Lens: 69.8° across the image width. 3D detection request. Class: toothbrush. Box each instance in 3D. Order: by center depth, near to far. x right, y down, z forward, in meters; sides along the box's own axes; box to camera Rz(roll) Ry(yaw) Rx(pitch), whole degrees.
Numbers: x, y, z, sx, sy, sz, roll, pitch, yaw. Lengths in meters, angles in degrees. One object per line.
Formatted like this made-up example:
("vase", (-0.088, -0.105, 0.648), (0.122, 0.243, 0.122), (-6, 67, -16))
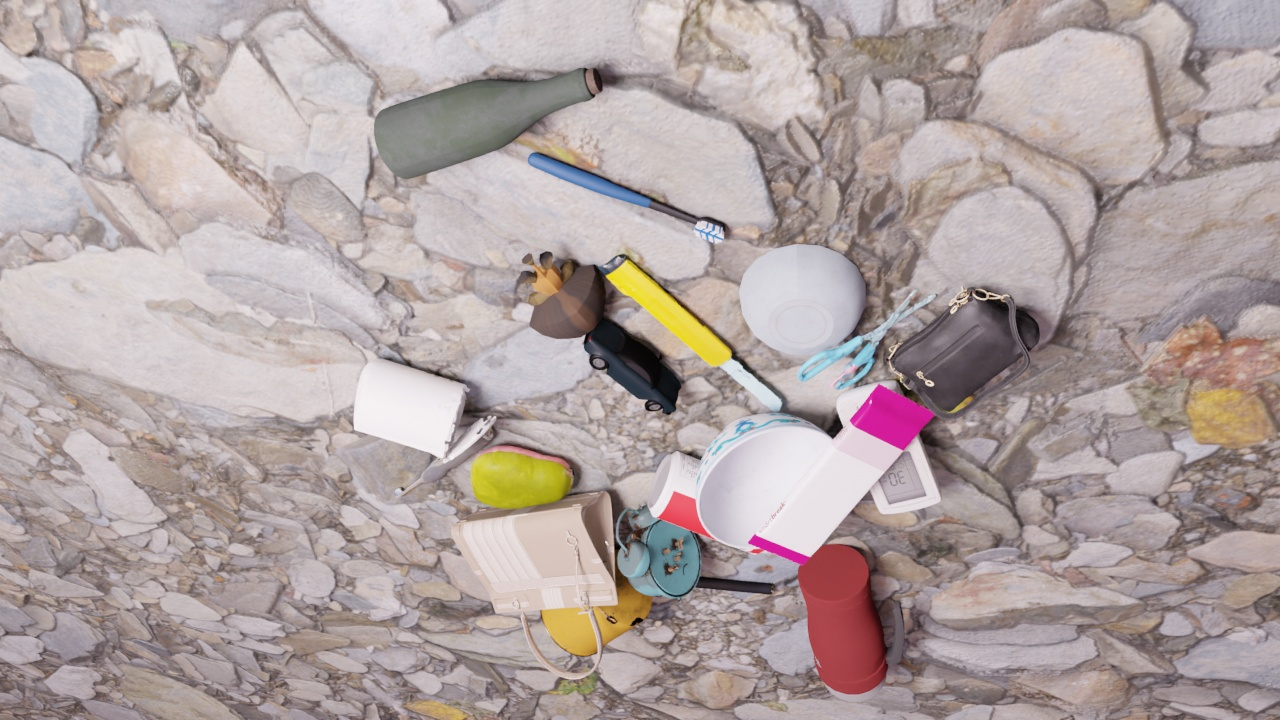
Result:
("toothbrush", (-0.010, -0.130, 0.731), (0.167, 0.014, 0.014), (20, 145, -8))
("toothbrush", (-0.219, 0.116, 1.003), (0.186, 0.022, 0.024), (-36, 87, 38))

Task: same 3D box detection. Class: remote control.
("remote control", (0.231, 0.082, 0.852), (0.060, 0.025, 0.138), (-17, 112, 23))

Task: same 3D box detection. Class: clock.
("clock", (0.014, 0.207, 0.994), (0.053, 0.089, 0.124), (-22, 126, 40))

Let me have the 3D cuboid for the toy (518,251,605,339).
("toy", (-0.071, -0.059, 0.778), (0.076, 0.062, 0.100), (-43, 136, 0))

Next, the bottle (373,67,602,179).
("bottle", (-0.110, -0.181, 0.675), (0.174, 0.055, 0.055), (-11, 130, 20))

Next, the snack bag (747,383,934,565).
("snack bag", (0.180, 0.108, 0.833), (0.070, 0.016, 0.197), (25, 113, -22))

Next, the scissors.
("scissors", (0.182, -0.016, 0.770), (0.111, 0.015, 0.141), (-7, 141, -31))

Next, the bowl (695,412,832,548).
("bowl", (0.113, 0.099, 0.866), (0.144, 0.074, 0.144), (-7, 124, -11))

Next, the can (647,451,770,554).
("can", (0.079, 0.146, 0.934), (0.132, 0.070, 0.070), (22, 133, -9))

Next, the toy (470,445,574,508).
("toy", (-0.125, 0.126, 0.971), (0.110, 0.051, 0.090), (6, 136, 3))

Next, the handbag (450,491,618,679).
("handbag", (-0.097, 0.254, 1.005), (0.176, 0.062, 0.198), (-13, 96, 29))

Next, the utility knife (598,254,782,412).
("utility knife", (0.051, -0.019, 0.820), (0.223, 0.019, 0.031), (42, 133, -20))

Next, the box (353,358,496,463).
("box", (-0.210, 0.056, 0.901), (0.143, 0.089, 0.080), (15, 172, -5))

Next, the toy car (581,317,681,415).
("toy car", (-0.005, 0.005, 0.835), (0.112, 0.046, 0.034), (39, 131, -22))

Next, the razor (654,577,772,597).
("razor", (0.083, 0.266, 1.083), (0.144, 0.022, 0.043), (-2, 174, 8))

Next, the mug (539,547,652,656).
("mug", (-0.057, 0.268, 1.065), (0.123, 0.100, 0.094), (51, 126, 4))

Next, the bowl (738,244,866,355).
("bowl", (0.134, -0.042, 0.765), (0.106, 0.039, 0.106), (6, 134, 6))

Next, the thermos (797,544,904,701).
("thermos", (0.242, 0.299, 1.035), (0.108, 0.083, 0.199), (-5, 130, 17))

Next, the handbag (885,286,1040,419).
("handbag", (0.265, -0.010, 0.761), (0.079, 0.054, 0.129), (30, 134, -11))
